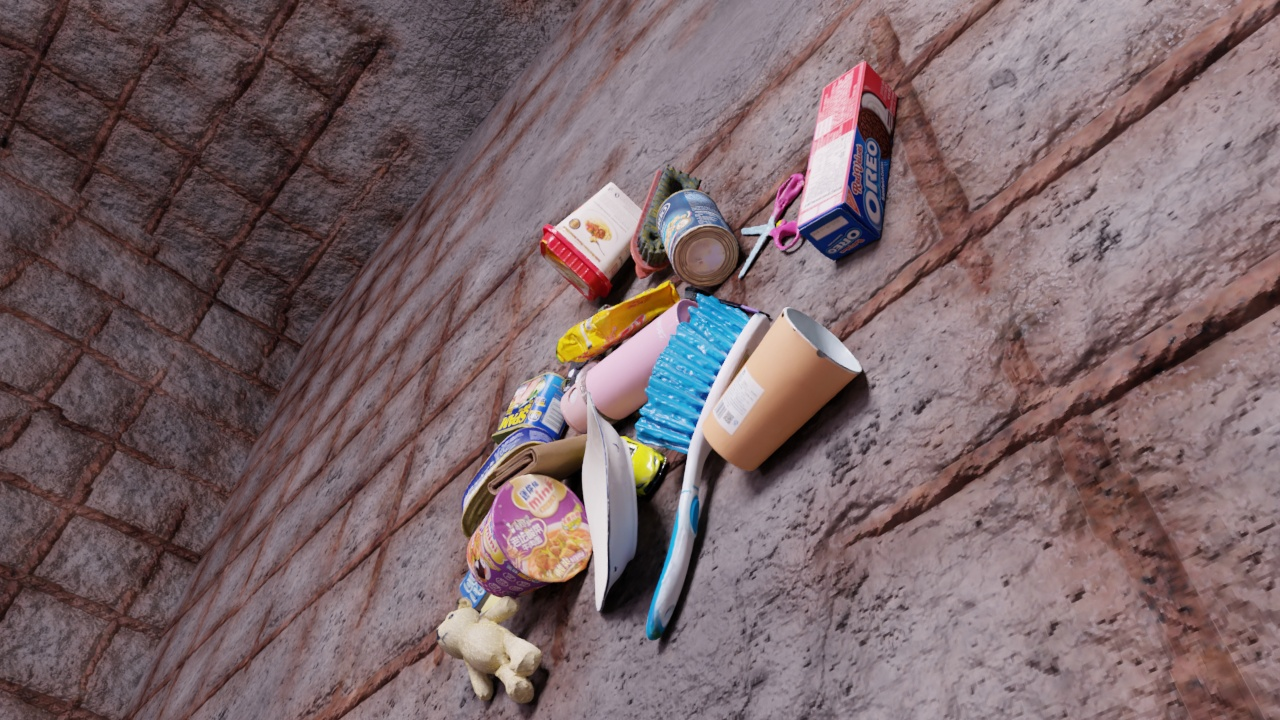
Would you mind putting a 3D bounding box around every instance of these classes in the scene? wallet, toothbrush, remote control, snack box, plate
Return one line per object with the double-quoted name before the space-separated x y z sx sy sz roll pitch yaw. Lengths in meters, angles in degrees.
"wallet" -0.096 0.108 0.974 0.090 0.115 0.033 -36 73 36
"toothbrush" 0.086 -0.059 0.961 0.017 0.014 0.189 -63 25 1
"remote control" -0.156 0.220 1.030 0.125 0.024 0.049 -55 38 3
"snack box" 0.197 -0.191 0.871 0.058 0.057 0.207 -25 38 44
"plate" -0.028 0.127 0.838 0.164 0.034 0.164 -102 13 -45

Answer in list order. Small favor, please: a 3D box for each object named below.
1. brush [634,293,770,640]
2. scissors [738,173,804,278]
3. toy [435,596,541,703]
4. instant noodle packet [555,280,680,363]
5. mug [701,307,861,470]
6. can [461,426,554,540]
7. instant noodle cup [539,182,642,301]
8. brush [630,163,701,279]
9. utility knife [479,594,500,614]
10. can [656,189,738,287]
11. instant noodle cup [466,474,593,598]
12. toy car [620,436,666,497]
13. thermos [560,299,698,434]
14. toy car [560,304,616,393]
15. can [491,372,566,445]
"brush" 0.038 0.081 0.808 0.109 0.060 0.313 18 69 29
"scissors" 0.140 -0.143 0.969 0.134 0.017 0.133 -62 21 -5
"toy" -0.146 0.284 0.893 0.157 0.066 0.105 9 90 52
"instant noodle packet" -0.025 -0.042 1.042 0.128 0.044 0.111 -28 -1 -38
"mug" 0.108 0.027 0.743 0.123 0.078 0.078 -51 24 20
"can" -0.152 0.146 1.066 0.148 0.074 0.049 -52 22 9
"instant noodle cup" -0.057 -0.160 1.220 0.124 0.116 0.116 -47 0 -8
"brush" 0.028 -0.170 1.156 0.069 0.063 0.145 122 169 -64
"utility knife" -0.136 0.229 0.991 0.031 0.019 0.183 32 83 37
"can" 0.063 -0.137 1.026 0.075 0.075 0.111 -47 26 18
"instant noodle cup" -0.119 0.185 0.925 0.099 0.111 0.111 -43 26 42
"toy car" -0.012 0.102 0.916 0.048 0.032 0.105 -59 26 -8
"thermos" -0.006 0.006 0.979 0.199 0.067 0.087 -36 42 37
"toy car" -0.059 -0.005 1.122 0.070 0.042 0.157 -35 31 38
"can" -0.130 0.069 1.143 0.102 0.057 0.083 -21 39 52
